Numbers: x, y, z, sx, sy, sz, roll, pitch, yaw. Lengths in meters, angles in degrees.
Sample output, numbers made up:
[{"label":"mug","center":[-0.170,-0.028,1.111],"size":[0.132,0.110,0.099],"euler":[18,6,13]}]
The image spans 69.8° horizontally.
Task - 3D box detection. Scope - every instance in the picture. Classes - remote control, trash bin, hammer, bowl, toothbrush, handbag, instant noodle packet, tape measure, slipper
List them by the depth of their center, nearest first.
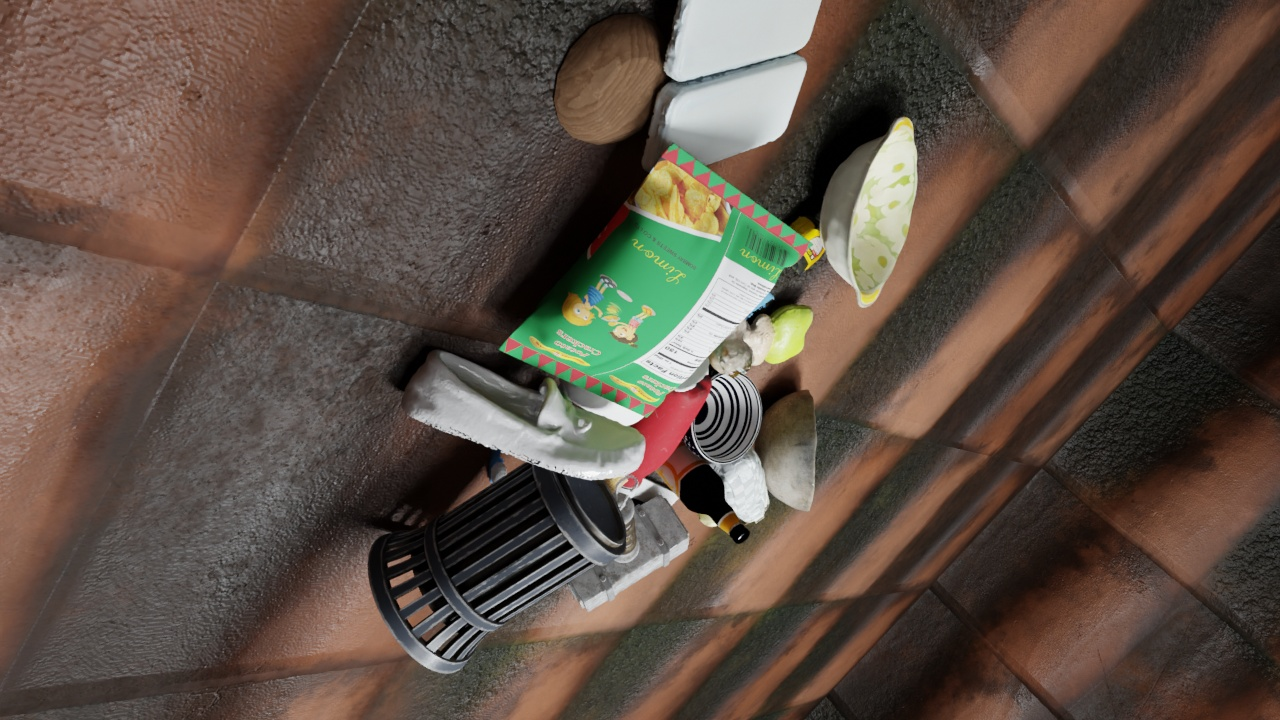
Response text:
[{"label":"bowl","center":[-0.016,-0.231,0.777],"size":[0.117,0.030,0.118],"euler":[-27,144,-22]},{"label":"instant noodle packet","center":[0.017,-0.062,0.877],"size":[0.195,0.090,0.253],"euler":[27,116,-36]},{"label":"slipper","center":[-0.105,0.053,0.901],"size":[0.246,0.112,0.075],"euler":[21,121,-20]},{"label":"trash bin","center":[-0.142,0.198,0.968],"size":[0.228,0.164,0.164],"euler":[-33,148,10]},{"label":"toothbrush","center":[-0.155,0.080,1.003],"size":[0.016,0.014,0.167],"euler":[-21,141,-29]},{"label":"bowl","center":[0.259,-0.174,1.067],"size":[0.188,0.060,0.219],"euler":[-16,118,-53]},{"label":"tape measure","center":[0.191,-0.141,1.091],"size":[0.064,0.037,0.065],"euler":[-50,149,12]},{"label":"hammer","center":[-0.025,0.221,1.172],"size":[0.176,0.079,0.327],"euler":[-30,158,-12]},{"label":"bowl","center":[0.091,0.069,1.189],"size":[0.120,0.066,0.120],"euler":[-5,99,-36]},{"label":"handbag","center":[0.108,0.163,1.289],"size":[0.123,0.112,0.171],"euler":[-31,146,-5]},{"label":"remote control","center":[0.017,0.189,1.308],"size":[0.033,0.012,0.131],"euler":[-44,147,7]},{"label":"bowl","center":[0.208,0.130,1.337],"size":[0.081,0.178,0.179],"euler":[1,139,2]}]

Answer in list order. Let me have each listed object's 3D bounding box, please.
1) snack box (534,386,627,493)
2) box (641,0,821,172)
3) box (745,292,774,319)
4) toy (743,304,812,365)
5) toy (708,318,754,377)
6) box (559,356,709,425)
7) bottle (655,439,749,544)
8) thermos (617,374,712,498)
[{"label":"snack box","center":[-0.081,0.102,1.069],"size":[0.056,0.057,0.207],"euler":[-40,146,-5]},{"label":"box","center":[0.091,-0.265,0.828],"size":[0.208,0.037,0.189],"euler":[-27,148,-41]},{"label":"box","center":[0.063,-0.086,1.006],"size":[0.093,0.052,0.231],"euler":[-49,147,12]},{"label":"toy","center":[0.170,-0.030,1.190],"size":[0.115,0.046,0.092],"euler":[-15,138,-25]},{"label":"toy","center":[0.094,-0.026,0.992],"size":[0.085,0.106,0.074],"euler":[-3,143,-34]},{"label":"box","center":[-0.006,0.006,1.000],"size":[0.150,0.080,0.106],"euler":[-34,149,9]},{"label":"bottle","center":[0.076,0.165,1.188],"size":[0.059,0.181,0.059],"euler":[-27,144,-22]},{"label":"thermos","center":[0.012,0.092,1.138],"size":[0.073,0.073,0.241],"euler":[-14,146,-37]}]
